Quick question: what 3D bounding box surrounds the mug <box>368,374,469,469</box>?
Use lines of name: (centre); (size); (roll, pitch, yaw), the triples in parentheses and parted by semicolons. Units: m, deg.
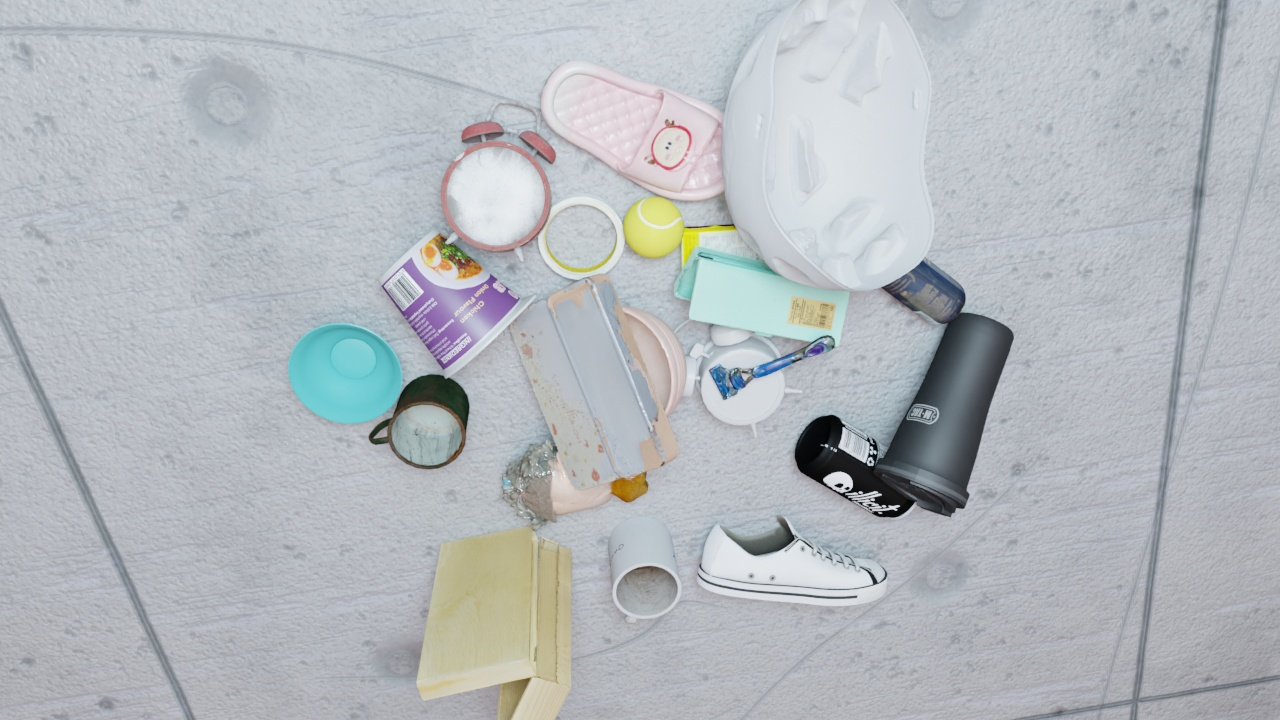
mug: (-0.251, 0.069, 1.041); (0.111, 0.081, 0.085); (-11, 115, 0)

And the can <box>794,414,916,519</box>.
can: (0.265, 0.131, 1.114); (0.146, 0.080, 0.080); (30, 108, -17)

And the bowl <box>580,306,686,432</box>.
bowl: (-0.006, 0.006, 1.021); (0.153, 0.076, 0.153); (12, 111, 35)

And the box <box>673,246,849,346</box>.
box: (0.137, -0.060, 0.992); (0.188, 0.079, 0.078); (12, 135, -20)

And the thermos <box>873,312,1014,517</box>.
thermos: (0.351, 0.058, 1.044); (0.106, 0.106, 0.218); (27, 82, -16)

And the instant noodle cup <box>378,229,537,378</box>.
instant noodle cup: (-0.199, -0.071, 0.970); (0.137, 0.121, 0.122); (-38, 103, 21)

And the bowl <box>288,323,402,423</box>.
bowl: (-0.325, 0.007, 1.025); (0.121, 0.046, 0.121); (-2, 115, -4)

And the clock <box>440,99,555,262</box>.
clock: (-0.142, -0.187, 0.946); (0.110, 0.062, 0.157); (13, 95, -5)

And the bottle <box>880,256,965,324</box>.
bottle: (0.291, -0.100, 1.025); (0.160, 0.056, 0.056); (32, 108, -18)

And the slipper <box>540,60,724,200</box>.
slipper: (0.003, -0.232, 0.940); (0.221, 0.055, 0.107); (21, 113, -14)

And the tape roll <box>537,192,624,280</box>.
tape roll: (-0.064, -0.134, 0.999); (0.094, 0.019, 0.094); (-2, 114, -4)

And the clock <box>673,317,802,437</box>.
clock: (0.101, 0.008, 1.060); (0.159, 0.061, 0.120); (39, 108, -15)

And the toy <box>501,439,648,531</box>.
toy: (-0.078, 0.140, 1.091); (0.176, 0.076, 0.133); (1, 139, -3)

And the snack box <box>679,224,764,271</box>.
snack box: (0.118, -0.120, 1.017); (0.149, 0.025, 0.061); (-3, 115, -3)

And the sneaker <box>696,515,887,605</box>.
sneaker: (0.197, 0.245, 1.166); (0.245, 0.091, 0.097); (7, 99, -6)

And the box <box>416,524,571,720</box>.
box: (-0.152, 0.308, 1.067); (0.142, 0.248, 0.184); (-43, 111, 13)

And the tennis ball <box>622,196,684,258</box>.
tennis ball: (0.014, -0.141, 0.977); (0.065, 0.065, 0.065); (-2, 114, -4)

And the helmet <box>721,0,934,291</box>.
helmet: (0.179, -0.213, 0.884); (0.223, 0.184, 0.283); (-27, 128, -35)

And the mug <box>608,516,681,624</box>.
mug: (-0.001, 0.272, 1.147); (0.083, 0.096, 0.120); (12, 113, -11)

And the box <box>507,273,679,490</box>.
box: (-0.057, 0.028, 0.995); (0.151, 0.042, 0.216); (-21, 91, 43)

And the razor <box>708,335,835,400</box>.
razor: (0.146, 0.004, 1.006); (0.141, 0.018, 0.044); (-22, 112, 17)
